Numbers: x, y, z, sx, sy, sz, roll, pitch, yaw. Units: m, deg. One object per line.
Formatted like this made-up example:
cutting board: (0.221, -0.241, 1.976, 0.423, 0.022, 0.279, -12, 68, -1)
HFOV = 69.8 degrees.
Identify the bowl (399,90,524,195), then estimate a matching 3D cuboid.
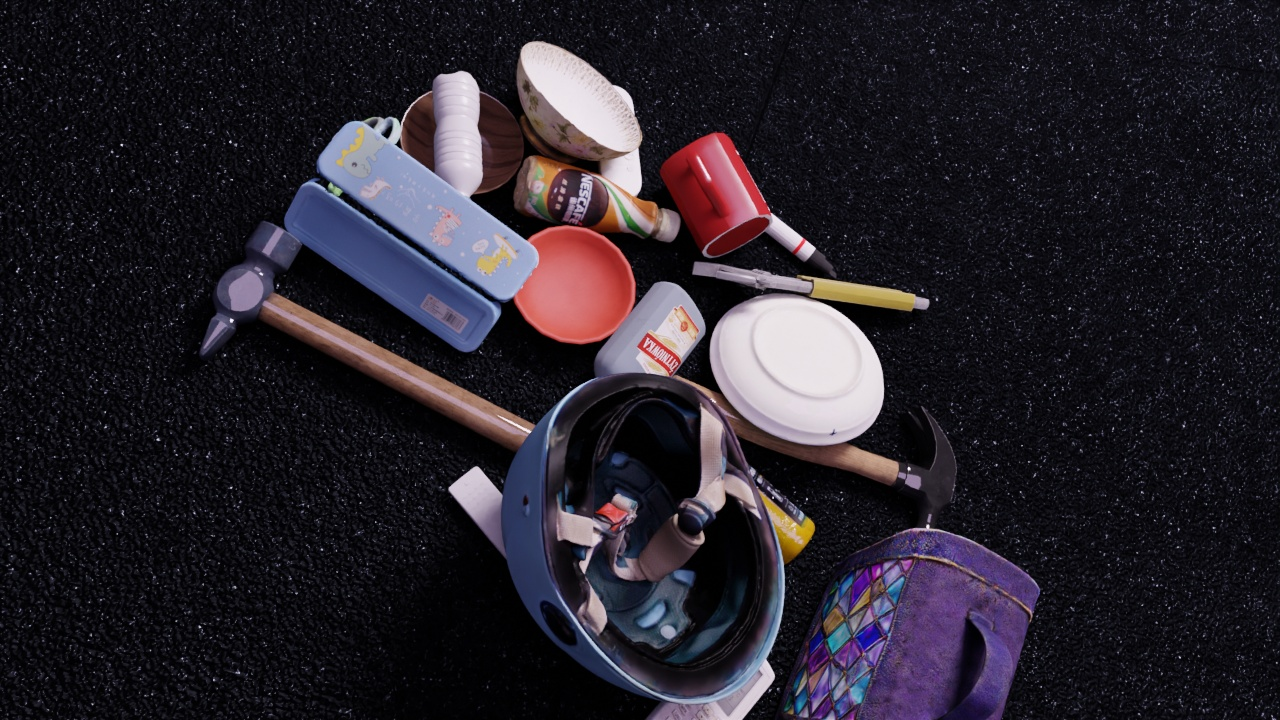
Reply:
bowl: (-0.177, -0.210, 0.906, 0.119, 0.032, 0.119, 5, 70, -15)

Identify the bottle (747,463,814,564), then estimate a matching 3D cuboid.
bottle: (0.078, 0.112, 0.860, 0.186, 0.053, 0.053, 42, 65, 1)

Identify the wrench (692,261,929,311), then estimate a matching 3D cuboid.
wrench: (0.185, -0.076, 0.958, 0.273, 0.083, 0.018, 6, 101, -22)

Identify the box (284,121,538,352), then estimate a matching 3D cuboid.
box: (-0.205, -0.108, 0.820, 0.209, 0.039, 0.126, 35, 100, -10)

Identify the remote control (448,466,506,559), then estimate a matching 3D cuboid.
remote control: (-0.116, 0.153, 0.809, 0.033, 0.012, 0.131, -39, 86, -27)

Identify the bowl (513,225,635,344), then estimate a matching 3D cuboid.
bowl: (-0.068, -0.068, 0.888, 0.122, 0.035, 0.121, 5, 70, -15)

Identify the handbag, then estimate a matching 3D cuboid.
handbag: (0.225, 0.261, 0.758, 0.125, 0.222, 0.204, 31, 66, -5)

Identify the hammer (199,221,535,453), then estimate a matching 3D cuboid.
hammer: (-0.223, 0.009, 0.814, 0.321, 0.040, 0.129, 28, 75, -8)

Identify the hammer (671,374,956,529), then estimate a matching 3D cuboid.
hammer: (0.168, 0.077, 0.910, 0.305, 0.040, 0.132, 20, 70, -8)

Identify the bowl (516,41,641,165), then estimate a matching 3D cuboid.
bowl: (-0.074, -0.243, 0.916, 0.145, 0.063, 0.145, 30, 37, -25)

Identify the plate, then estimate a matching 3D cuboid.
plate: (0.160, -0.002, 0.906, 0.182, 0.034, 0.182, 8, 52, -10)

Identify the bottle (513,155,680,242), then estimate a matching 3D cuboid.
bottle: (-0.040, -0.154, 0.915, 0.167, 0.059, 0.059, 13, 68, -21)

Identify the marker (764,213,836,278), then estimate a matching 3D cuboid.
marker: (0.154, -0.135, 0.986, 0.145, 0.019, 0.019, 38, 65, -1)

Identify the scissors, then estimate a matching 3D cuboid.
scissors: (-0.284, -0.162, 0.860, 0.065, 0.033, 0.173, 18, 66, 32)

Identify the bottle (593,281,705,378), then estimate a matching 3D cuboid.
bottle: (-0.005, 0.005, 0.865, 0.161, 0.046, 0.072, -52, 130, -22)

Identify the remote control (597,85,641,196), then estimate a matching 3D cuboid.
remote control: (-0.025, -0.229, 0.969, 0.043, 0.013, 0.136, 0, 72, -17)

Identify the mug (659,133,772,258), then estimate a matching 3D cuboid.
mug: (0.073, -0.167, 0.920, 0.080, 0.116, 0.096, -29, 80, 12)

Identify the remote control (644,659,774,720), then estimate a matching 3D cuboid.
remote control: (0.058, 0.296, 0.793, 0.138, 0.026, 0.060, -38, 90, -34)

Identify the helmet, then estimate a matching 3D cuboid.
helmet: (-0.003, 0.151, 0.757, 0.224, 0.167, 0.265, -24, 83, -36)

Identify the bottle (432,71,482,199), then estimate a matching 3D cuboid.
bottle: (-0.172, -0.204, 0.862, 0.044, 0.044, 0.136, 0, 72, -17)
